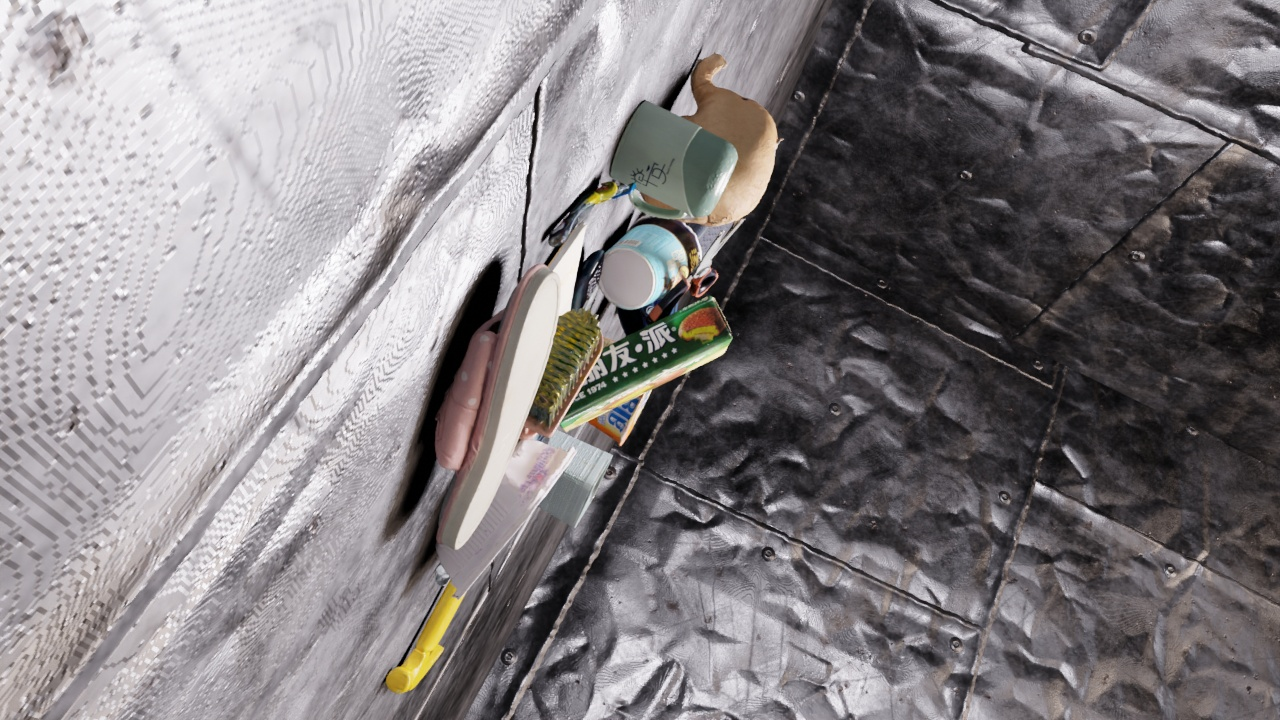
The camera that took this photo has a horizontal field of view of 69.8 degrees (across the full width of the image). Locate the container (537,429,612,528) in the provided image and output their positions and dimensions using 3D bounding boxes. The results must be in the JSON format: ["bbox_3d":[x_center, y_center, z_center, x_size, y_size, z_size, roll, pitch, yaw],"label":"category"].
[{"bbox_3d":[-0.113,0.157,1.282,0.090,0.111,0.089,-66,174,31],"label":"container"}]

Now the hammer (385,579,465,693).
[{"bbox_3d":[-0.227,0.277,1.168,0.300,0.033,0.129,-62,176,-10],"label":"hammer"}]

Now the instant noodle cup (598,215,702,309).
[{"bbox_3d":[0.005,-0.115,1.135,0.120,0.111,0.111,-42,160,-58],"label":"instant noodle cup"}]

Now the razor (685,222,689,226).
[{"bbox_3d":[0.043,-0.184,1.254,0.068,0.062,0.167,-21,-144,26],"label":"razor"}]

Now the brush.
[{"bbox_3d":[-0.083,0.010,0.907,0.073,0.063,0.145,106,11,-52],"label":"brush"}]

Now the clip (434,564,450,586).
[{"bbox_3d":[-0.220,0.239,1.076,0.056,0.024,0.028,-55,168,-42],"label":"clip"}]

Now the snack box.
[{"bbox_3d":[-0.007,0.007,1.147,0.240,0.063,0.114,-26,172,-5],"label":"snack box"}]

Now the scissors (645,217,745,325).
[{"bbox_3d":[0.071,-0.104,1.101,0.197,0.015,0.213,-41,170,17],"label":"scissors"}]

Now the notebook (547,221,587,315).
[{"bbox_3d":[-0.102,-0.032,0.915,0.145,0.010,0.207,-59,175,-27],"label":"notebook"}]

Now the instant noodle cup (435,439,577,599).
[{"bbox_3d":[-0.151,0.158,0.983,0.174,0.060,0.137,-49,-178,25],"label":"instant noodle cup"}]

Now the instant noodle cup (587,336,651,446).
[{"bbox_3d":[-0.044,0.039,1.388,0.151,0.111,0.151,-62,176,-8],"label":"instant noodle cup"}]

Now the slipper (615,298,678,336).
[{"bbox_3d":[0.004,-0.083,1.318,0.105,0.095,0.252,140,-41,-65],"label":"slipper"}]

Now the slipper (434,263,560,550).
[{"bbox_3d":[-0.127,0.039,0.744,0.114,0.054,0.275,-56,169,-59],"label":"slipper"}]

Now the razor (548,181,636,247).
[{"bbox_3d":[-0.051,-0.137,0.832,0.043,0.022,0.142,-13,-157,31],"label":"razor"}]

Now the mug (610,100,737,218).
[{"bbox_3d":[0.031,-0.188,0.922,0.082,0.106,0.112,-60,176,-45],"label":"mug"}]

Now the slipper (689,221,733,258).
[{"bbox_3d":[0.047,-0.182,1.473,0.268,0.083,0.110,-46,167,8],"label":"slipper"}]

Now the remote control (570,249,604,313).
[{"bbox_3d":[-0.062,-0.081,1.011,0.053,0.024,0.137,-63,178,-23],"label":"remote control"}]

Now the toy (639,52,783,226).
[{"bbox_3d":[0.087,-0.246,1.029,0.083,0.143,0.225,84,20,-62],"label":"toy"}]

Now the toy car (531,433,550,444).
[{"bbox_3d":[-0.141,0.111,1.195,0.049,0.031,0.105,-66,177,25],"label":"toy car"}]
